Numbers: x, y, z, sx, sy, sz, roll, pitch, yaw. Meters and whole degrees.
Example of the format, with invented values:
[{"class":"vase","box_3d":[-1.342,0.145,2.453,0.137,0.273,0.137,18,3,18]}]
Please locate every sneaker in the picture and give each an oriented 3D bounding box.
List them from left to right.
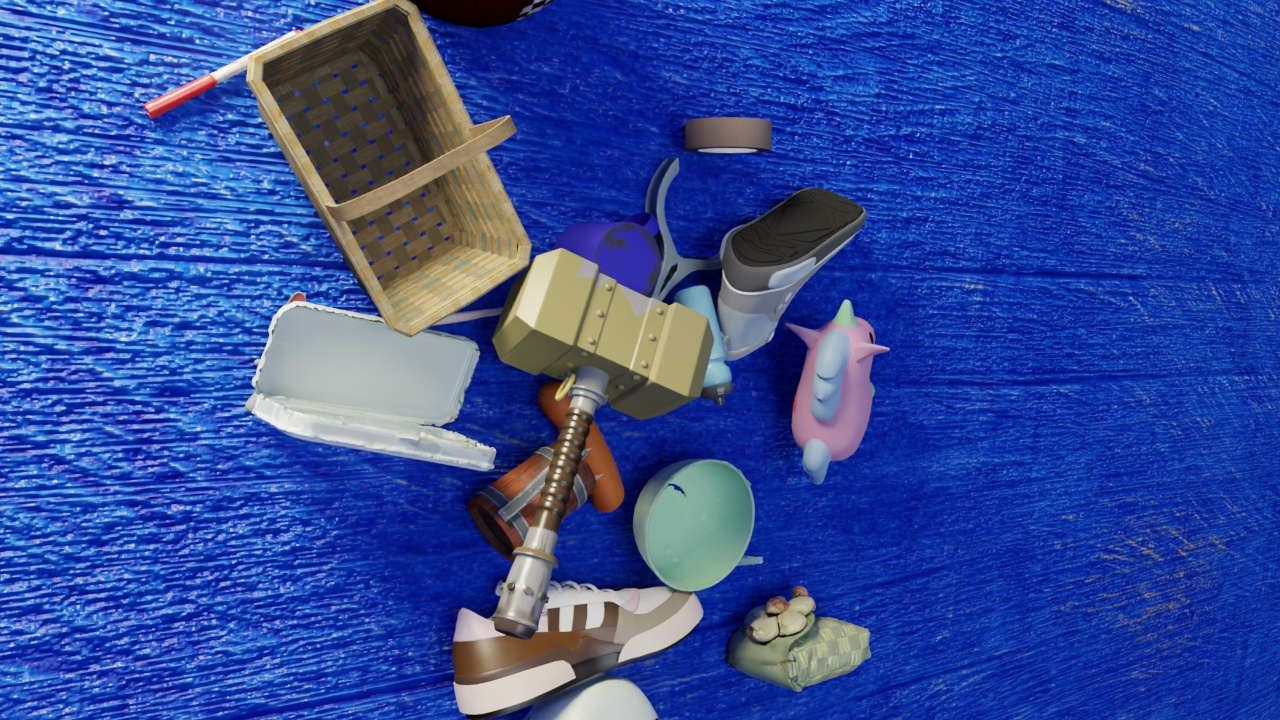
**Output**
[{"class":"sneaker","box_3d":[-0.068,0.270,0.974,0.293,0.112,0.116,-11,84,-32]},{"class":"sneaker","box_3d":[0.170,-0.099,1.080,0.255,0.093,0.161,-33,146,-45]}]

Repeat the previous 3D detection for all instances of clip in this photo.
[{"class":"clip","box_3d":[0.041,-0.156,1.010,0.168,0.031,0.164,-36,114,-26]}]

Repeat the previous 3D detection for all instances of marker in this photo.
[{"class":"marker","box_3d":[-0.338,-0.236,0.750,0.142,0.013,0.013,-39,117,-23]}]

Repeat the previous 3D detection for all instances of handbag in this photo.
[{"class":"handbag","box_3d":[0.203,0.347,1.160,0.186,0.113,0.117,1,83,-37]}]

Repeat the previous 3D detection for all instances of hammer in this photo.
[{"class":"hammer","box_3d":[-0.065,0.086,0.826,0.190,0.101,0.324,24,65,-18]}]

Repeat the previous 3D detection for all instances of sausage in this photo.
[{"class":"sausage","box_3d":[-0.060,0.091,0.974,0.044,0.039,0.164,-38,117,-27]}]

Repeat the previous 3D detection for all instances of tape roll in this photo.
[{"class":"tape roll","box_3d":[0.094,-0.242,0.990,0.093,0.094,0.030,-5,100,-33]}]

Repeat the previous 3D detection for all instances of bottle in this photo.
[{"class":"bottle","box_3d":[0.070,-0.014,0.992,0.040,0.040,0.130,-10,83,-32]}]

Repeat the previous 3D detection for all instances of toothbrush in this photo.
[{"class":"toothbrush","box_3d":[-0.157,-0.042,0.902,0.180,0.016,0.018,-10,109,-33]}]

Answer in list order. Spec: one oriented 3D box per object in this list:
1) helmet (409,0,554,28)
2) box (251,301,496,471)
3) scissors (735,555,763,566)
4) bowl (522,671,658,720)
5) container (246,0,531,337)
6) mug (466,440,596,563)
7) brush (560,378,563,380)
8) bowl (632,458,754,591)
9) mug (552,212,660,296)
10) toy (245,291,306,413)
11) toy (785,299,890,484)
[{"class":"helmet","box_3d":[-0.128,-0.396,0.719,0.233,0.254,0.233,40,77,-17]},{"class":"box","box_3d":[-0.218,0.035,0.796,0.210,0.106,0.130,10,102,-45]},{"class":"scissors","box_3d":[0.102,0.246,1.125,0.136,0.015,0.055,7,91,-31]},{"class":"bowl","box_3d":[-0.064,0.379,0.971,0.153,0.154,0.073,-12,66,-32]},{"class":"container","box_3d":[-0.194,-0.156,0.753,0.157,0.187,0.250,-36,116,-24]},{"class":"mug","box_3d":[-0.102,0.131,0.912,0.110,0.118,0.081,-38,80,-28]},{"class":"brush","box_3d":[-0.006,0.006,0.984,0.195,0.059,0.043,1,86,-39]},{"class":"bowl","box_3d":[0.049,0.177,1.039,0.150,0.077,0.151,-6,101,-33]},{"class":"mug","box_3d":[-0.025,-0.111,0.937,0.111,0.084,0.079,-47,120,-19]},{"class":"toy","box_3d":[-0.305,-0.001,0.799,0.049,0.030,0.111,28,81,-24]},{"class":"toy","box_3d":[0.229,0.044,1.097,0.171,0.120,0.222,10,95,-68]}]
